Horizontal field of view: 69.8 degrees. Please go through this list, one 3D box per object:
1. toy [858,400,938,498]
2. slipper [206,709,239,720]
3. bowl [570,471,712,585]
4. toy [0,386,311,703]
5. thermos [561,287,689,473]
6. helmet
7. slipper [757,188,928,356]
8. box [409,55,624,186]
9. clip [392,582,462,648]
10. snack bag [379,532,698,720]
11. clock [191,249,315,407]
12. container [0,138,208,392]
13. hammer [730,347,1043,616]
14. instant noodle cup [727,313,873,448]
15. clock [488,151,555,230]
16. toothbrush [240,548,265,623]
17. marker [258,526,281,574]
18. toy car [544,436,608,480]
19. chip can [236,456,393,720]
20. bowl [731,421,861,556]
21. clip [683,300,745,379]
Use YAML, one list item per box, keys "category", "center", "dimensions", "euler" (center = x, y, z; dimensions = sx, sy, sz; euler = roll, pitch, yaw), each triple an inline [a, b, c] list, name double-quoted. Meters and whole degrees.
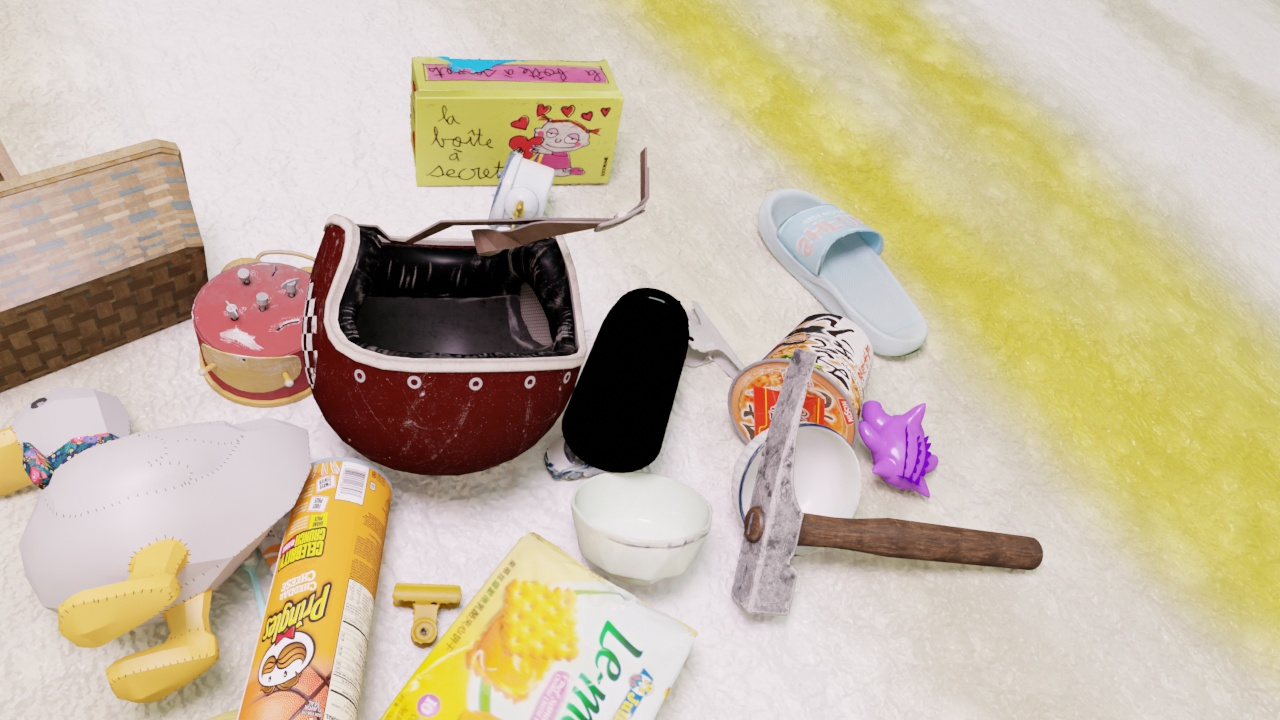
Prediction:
- category: "toy"
  center: [0.251, 0.084, 0.879]
  dimensions: [0.106, 0.056, 0.087]
  euler: [24, 58, -21]
- category: "slipper"
  center: [-0.312, 0.280, 0.567]
  dimensions: [0.190, 0.082, 0.091]
  euler: [-21, 64, -31]
- category: "bowl"
  center: [-0.002, 0.144, 0.753]
  dimensions: [0.117, 0.061, 0.117]
  euler: [7, 19, -2]
- category: "toy"
  center: [-0.362, 0.101, 0.660]
  dimensions: [0.246, 0.141, 0.267]
  euler: [-20, 46, -18]
- category: "thermos"
  center: [-0.005, 0.005, 0.838]
  dimensions: [0.086, 0.086, 0.198]
  euler: [19, 37, 0]
- category: "helmet"
  center: [-0.149, -0.035, 0.742]
  dimensions: [0.233, 0.234, 0.253]
  euler: [-1, 92, -35]
- category: "slipper"
  center: [0.231, -0.110, 1.014]
  dimensions: [0.103, 0.074, 0.245]
  euler: [-21, 62, -29]
- category: "box"
  center: [-0.140, -0.260, 1.004]
  dimensions: [0.220, 0.125, 0.082]
  euler: [-5, 52, -20]
- category: "clip"
  center: [-0.165, 0.193, 0.705]
  dimensions: [0.054, 0.044, 0.049]
  euler: [6, 27, -12]
- category: "snack bag"
  center: [-0.081, 0.252, 0.656]
  dimensions: [0.159, 0.068, 0.246]
  euler: [32, 52, 9]
- category: "clock"
  center: [-0.327, -0.043, 0.811]
  dimensions: [0.117, 0.081, 0.158]
  euler: [8, 52, -9]
- category: "container"
  center: [-0.506, -0.104, 0.768]
  dimensions: [0.249, 0.158, 0.186]
  euler: [-29, 76, -31]
- category: "hammer"
  center: [0.235, 0.119, 0.797]
  dimensions: [0.300, 0.037, 0.218]
  euler: [10, 96, -21]
- category: "instant noodle cup"
  center: [0.163, 0.021, 0.875]
  dimensions: [0.123, 0.124, 0.121]
  euler: [31, 43, 10]
- category: "clock"
  center: [-0.128, -0.163, 0.957]
  dimensions: [0.057, 0.083, 0.117]
  euler: [18, 49, -9]
- category: "toothbrush"
  center: [-0.271, 0.209, 0.674]
  dimensions: [0.016, 0.017, 0.180]
  euler: [-16, 60, -24]
- category: "marker"
  center: [-0.290, 0.144, 0.718]
  dimensions: [0.017, 0.017, 0.145]
  euler: [-25, 62, -29]
- category: "toy car"
  center: [-0.041, 0.083, 0.824]
  dimensions: [0.089, 0.027, 0.038]
  euler: [-5, 57, -18]
- category: "chip can"
  center: [-0.226, 0.174, 0.651]
  dimensions: [0.075, 0.075, 0.214]
  euler: [5, 42, -11]
- category: "bowl"
  center: [0.129, 0.107, 0.813]
  dimensions: [0.118, 0.118, 0.062]
  euler: [-4, 10, -18]
- category: "clip"
  center: [0.064, -0.020, 0.926]
  dimensions: [0.056, 0.047, 0.101]
  euler: [-12, 55, -38]
